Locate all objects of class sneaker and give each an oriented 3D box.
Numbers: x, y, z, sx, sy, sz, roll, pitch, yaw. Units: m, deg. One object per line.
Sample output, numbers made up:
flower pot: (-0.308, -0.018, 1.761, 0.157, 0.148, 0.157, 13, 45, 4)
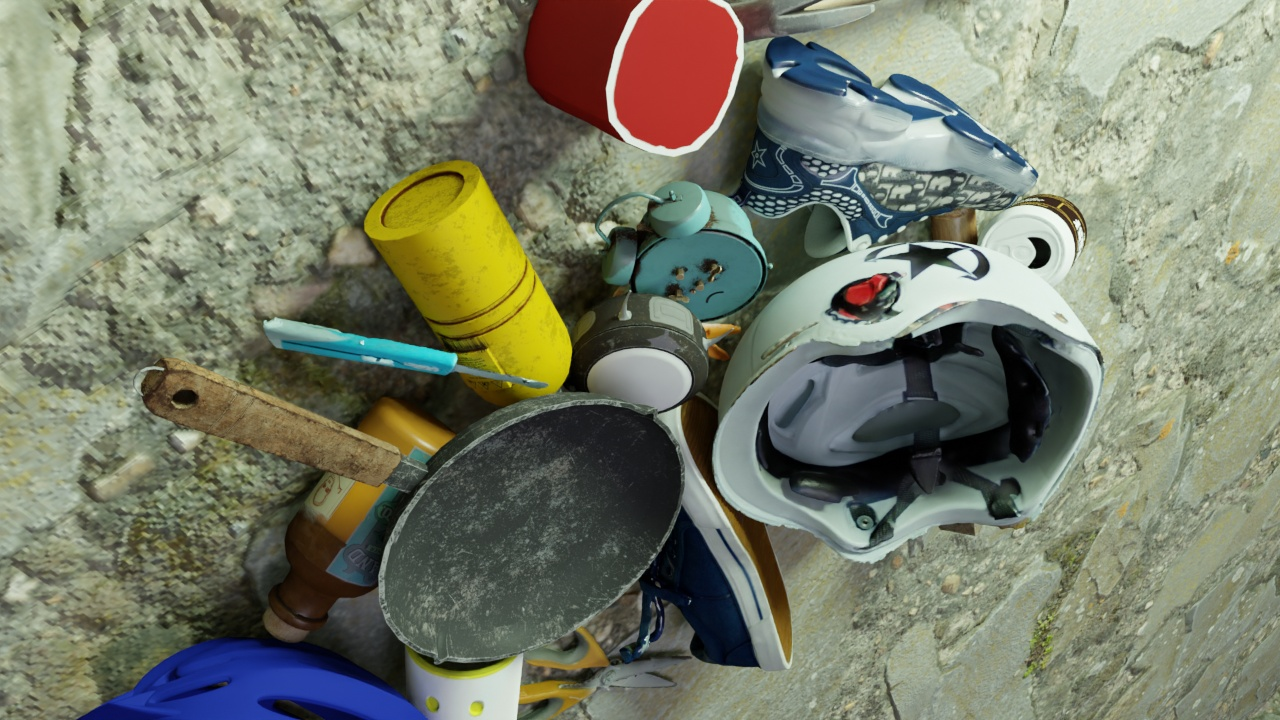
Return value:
sneaker: (0.169, -0.129, 0.660, 0.269, 0.103, 0.133, 5, 127, -36)
sneaker: (0.034, 0.150, 0.732, 0.127, 0.120, 0.295, -8, 126, 17)

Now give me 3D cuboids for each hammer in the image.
hammer: (0.292, -0.007, 0.818, 0.157, 0.037, 0.301, -47, 131, -41)
hammer: (0.171, -0.240, 0.592, 0.330, 0.119, 0.031, -23, 112, -32)

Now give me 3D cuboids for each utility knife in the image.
utility knife: (-0.129, -0.003, 0.513, 0.158, 0.015, 0.022, 10, 147, -4)

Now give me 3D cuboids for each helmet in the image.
helmet: (0.175, 0.013, 0.663, 0.264, 0.163, 0.237, -11, 131, 5)
helmet: (-0.222, 0.278, 0.534, 0.148, 0.227, 0.241, -29, 123, 27)

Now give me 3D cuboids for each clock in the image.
clock: (0.025, -0.072, 0.588, 0.090, 0.053, 0.124, -34, 133, 32)
clock: (-0.004, 0.004, 0.600, 0.091, 0.043, 0.123, 19, 136, -22)

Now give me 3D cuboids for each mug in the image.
mug: (-0.128, 0.233, 0.660, 0.082, 0.082, 0.106, -10, 122, -31)
mug: (0.000, -0.180, 0.496, 0.080, 0.096, 0.116, 7, 111, -37)

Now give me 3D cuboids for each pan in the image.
pan: (-0.110, 0.070, 0.510, 0.208, 0.040, 0.356, -49, 135, 6)

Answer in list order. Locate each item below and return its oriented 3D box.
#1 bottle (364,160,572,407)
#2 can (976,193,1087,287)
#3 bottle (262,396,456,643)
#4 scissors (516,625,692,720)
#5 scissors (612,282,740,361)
bottle: (-0.090, -0.029, 0.541, 0.071, 0.071, 0.164, -36, 131, -12)
can: (0.324, -0.097, 0.757, 0.128, 0.072, 0.072, -25, 134, -57)
bottle: (-0.175, 0.102, 0.561, 0.067, 0.068, 0.157, 33, 95, -42)
scissors: (-0.049, 0.278, 0.786, 0.225, 0.016, 0.166, 33, 95, -42)
scissors: (0.028, -0.029, 0.662, 0.133, 0.012, 0.084, -5, 119, -32)
